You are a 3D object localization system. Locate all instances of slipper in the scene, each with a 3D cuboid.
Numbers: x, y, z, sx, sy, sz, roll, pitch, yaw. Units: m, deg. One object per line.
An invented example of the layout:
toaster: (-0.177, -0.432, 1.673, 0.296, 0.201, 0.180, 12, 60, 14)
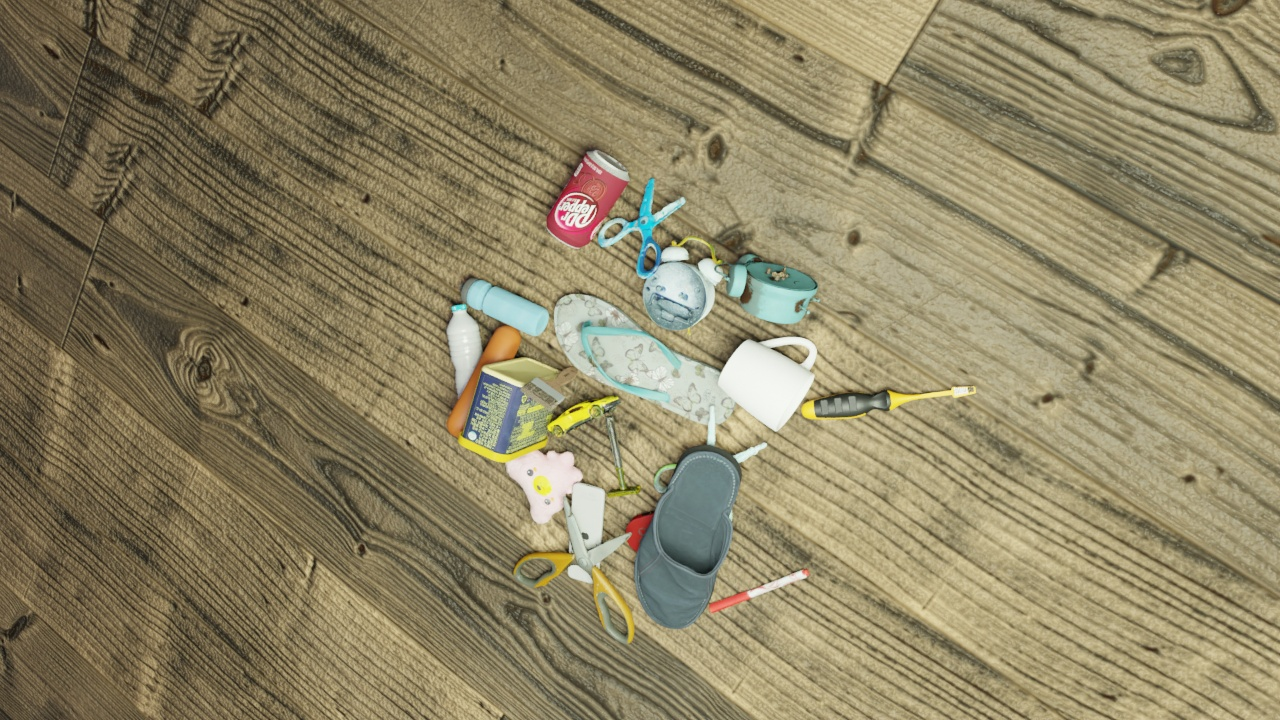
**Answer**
slipper: (0.052, 0.236, 1.138, 0.109, 0.083, 0.266, 19, 114, 6)
slipper: (-0.007, 0.007, 1.159, 0.269, 0.054, 0.098, 30, 110, 13)

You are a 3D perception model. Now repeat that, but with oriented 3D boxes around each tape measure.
tape measure: (0.008, 0.223, 1.202, 0.051, 0.019, 0.059, 5, 107, 17)

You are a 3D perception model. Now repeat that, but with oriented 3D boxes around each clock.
clock: (0.053, -0.093, 1.116, 0.083, 0.057, 0.118, 26, 107, 16)
clock: (0.144, -0.086, 1.066, 0.124, 0.089, 0.053, 20, 115, 17)

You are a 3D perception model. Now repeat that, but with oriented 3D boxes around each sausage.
sausage: (-0.206, 0.027, 1.213, 0.039, 0.044, 0.164, 29, 80, -16)

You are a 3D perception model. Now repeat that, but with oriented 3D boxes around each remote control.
remote control: (-0.073, 0.233, 1.231, 0.045, 0.008, 0.147, 12, 112, 18)

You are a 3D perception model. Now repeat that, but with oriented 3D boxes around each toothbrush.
toothbrush: (0.285, 0.047, 1.065, 0.197, 0.031, 0.031, -9, 79, 18)

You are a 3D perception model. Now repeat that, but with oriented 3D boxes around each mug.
mug: (0.157, 0.013, 1.090, 0.087, 0.081, 0.114, 35, 78, 16)

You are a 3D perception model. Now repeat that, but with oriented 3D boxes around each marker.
marker: (0.149, 0.292, 1.164, 0.142, 0.012, 0.013, -28, 88, 22)

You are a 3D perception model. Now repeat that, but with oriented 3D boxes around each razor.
razor: (-0.031, 0.125, 1.203, 0.043, 0.026, 0.106, -11, 90, 24)

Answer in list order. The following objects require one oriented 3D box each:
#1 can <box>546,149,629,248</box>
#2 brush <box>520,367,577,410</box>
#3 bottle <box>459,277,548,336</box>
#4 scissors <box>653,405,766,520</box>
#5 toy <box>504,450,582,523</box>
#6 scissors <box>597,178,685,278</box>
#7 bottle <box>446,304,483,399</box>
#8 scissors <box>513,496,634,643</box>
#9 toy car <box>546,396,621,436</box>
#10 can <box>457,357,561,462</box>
can: (-0.066, -0.200, 1.142, 0.063, 0.063, 0.114, 39, 110, 11)
brush: (-0.106, 0.028, 1.150, 0.045, 0.142, 0.008, 34, 110, 4)
bottle: (-0.186, -0.074, 1.221, 0.130, 0.040, 0.040, 25, 106, 16)
scissors: (0.093, 0.142, 1.154, 0.172, 0.024, 0.165, -26, 87, 33)
toy: (-0.124, 0.161, 1.229, 0.093, 0.050, 0.102, -24, 99, 11)
scissors: (0.003, -0.157, 1.125, 0.134, 0.011, 0.140, -26, 59, 28)
bottle: (-0.236, -0.008, 1.248, 0.044, 0.044, 0.136, -7, 96, 22)
scissors: (-0.085, 0.284, 1.233, 0.230, 0.016, 0.225, -11, 105, 32)
toy car: (-0.073, 0.070, 1.196, 0.107, 0.049, 0.030, -26, 86, 21)
can: (-0.163, 0.060, 1.183, 0.075, 0.135, 0.104, 22, 103, 17)
